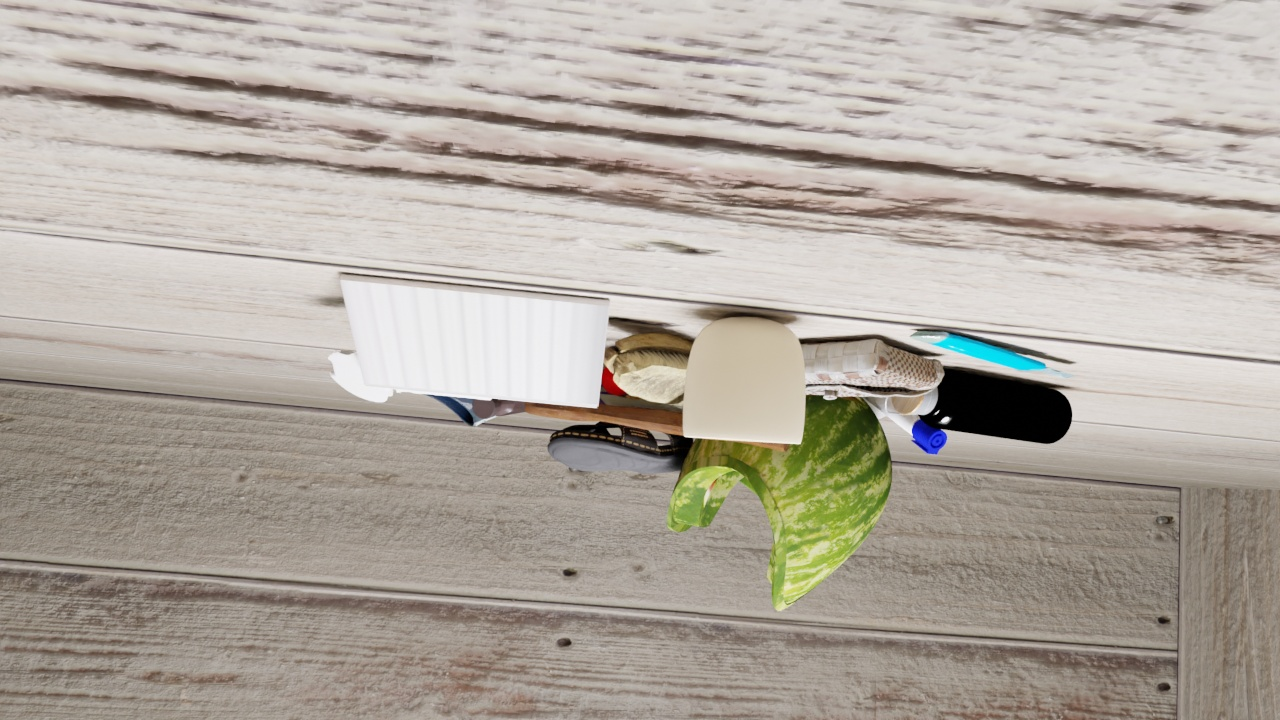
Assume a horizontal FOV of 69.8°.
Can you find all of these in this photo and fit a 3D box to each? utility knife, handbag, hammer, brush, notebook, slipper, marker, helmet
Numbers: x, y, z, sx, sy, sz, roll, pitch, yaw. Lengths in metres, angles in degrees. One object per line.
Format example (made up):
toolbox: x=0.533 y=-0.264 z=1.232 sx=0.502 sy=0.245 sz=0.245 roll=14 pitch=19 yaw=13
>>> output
utility knife: x=0.308 y=-0.003 z=0.781 sx=0.205 sy=0.015 sz=0.031 roll=14 pitch=170 yaw=-32
handbag: x=0.177 y=0.012 z=0.872 sx=0.186 sy=0.047 sz=0.124 roll=-3 pitch=168 yaw=45
hammer: x=-0.011 y=0.056 z=0.915 sx=0.323 sy=0.033 sz=0.115 roll=7 pitch=-172 yaw=23
brush: x=0.027 y=0.010 z=0.879 sx=0.059 sy=0.043 sz=0.195 roll=-39 pitch=156 yaw=20
notebook: x=-0.135 y=-0.012 z=0.773 sx=0.210 sy=0.009 sz=0.143 roll=5 pitch=142 yaw=-3
slipper: x=-0.253 y=0.052 z=1.335 sx=0.267 sy=0.083 sz=0.111 roll=10 pitch=169 yaw=-24
slipper: x=-0.010 y=0.089 z=1.059 sx=0.113 sy=0.075 sz=0.267 roll=-11 pitch=167 yaw=28
marker: x=0.283 y=0.059 z=1.000 sx=0.023 sy=0.027 sz=0.133 roll=7 pitch=-160 yaw=-24
helmet: x=0.173 y=0.130 z=1.050 sx=0.213 sy=0.244 sz=0.246 roll=31 pitch=-143 yaw=33

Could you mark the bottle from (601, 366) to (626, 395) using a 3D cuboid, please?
bottle: x=-0.006 y=0.006 z=0.958 sx=0.036 sy=0.036 sz=0.119 roll=8 pitch=160 yaw=-21

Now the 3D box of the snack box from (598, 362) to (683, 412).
snack box: x=0.019 y=0.037 z=1.084 sx=0.143 sy=0.040 sz=0.148 roll=3 pitch=161 yaw=15

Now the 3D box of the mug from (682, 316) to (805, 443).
mug: x=0.081 y=0.016 z=0.754 sx=0.096 sy=0.099 sz=0.120 roll=5 pitch=175 yaw=-15

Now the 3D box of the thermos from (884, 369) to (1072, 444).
thermos: x=0.344 y=0.045 z=0.948 sx=0.231 sy=0.061 sz=0.061 roll=9 pitch=172 yaw=-27

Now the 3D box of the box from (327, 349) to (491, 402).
box: x=-0.208 y=-0.004 z=0.857 sx=0.166 sy=0.092 sz=0.083 roll=6 pitch=151 yaw=6

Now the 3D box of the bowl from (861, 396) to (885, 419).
bowl: x=0.270 y=0.054 z=1.144 sx=0.110 sy=0.040 sz=0.110 roll=5 pitch=173 yaw=0
